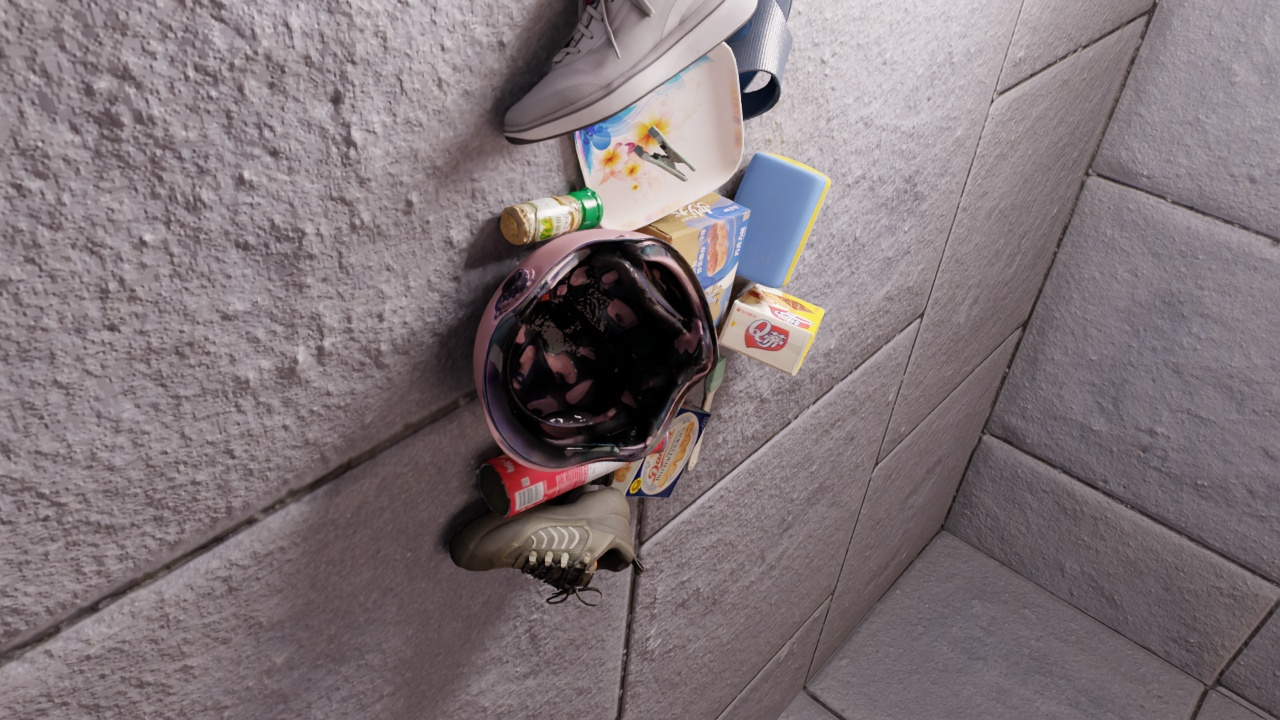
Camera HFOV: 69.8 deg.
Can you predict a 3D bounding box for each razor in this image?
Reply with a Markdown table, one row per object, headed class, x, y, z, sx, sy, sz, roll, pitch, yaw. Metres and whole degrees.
| class | x | y | z | sx | sy | sz | roll | pitch | yaw |
| --- | --- | --- | --- | --- | --- | --- | --- | --- | --- |
| razor | -0.094 | 0.204 | 1.195 | 0.057 | 0.060 | 0.156 | 80 | 28 | -65 |

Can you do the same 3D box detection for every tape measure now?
| class | x | y | z | sx | sy | sz | roll | pitch | yaw |
| --- | --- | --- | --- | --- | --- | --- | --- | --- | --- |
| tape measure | -0.061 | 0.127 | 1.160 | 0.065 | 0.064 | 0.037 | -76 | -179 | -50 |

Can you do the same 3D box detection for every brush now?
| class | x | y | z | sx | sy | sz | roll | pitch | yaw |
| --- | --- | --- | --- | --- | --- | --- | --- | --- | --- |
| brush | 0.099 | 0.087 | 1.424 | 0.033 | 0.012 | 0.218 | -27 | 140 | -44 |

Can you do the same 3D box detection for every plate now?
| class | x | y | z | sx | sy | sz | roll | pitch | yaw |
| --- | --- | --- | --- | --- | --- | --- | --- | --- | --- |
| plate | 0.021 | -0.230 | 0.948 | 0.186 | 0.016 | 0.187 | -28 | 141 | -11 |

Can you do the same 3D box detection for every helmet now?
| class | x | y | z | sx | sy | sz | roll | pitch | yaw |
| --- | --- | --- | --- | --- | --- | --- | --- | --- | --- |
| helmet | -0.063 | -0.018 | 0.919 | 0.255 | 0.152 | 0.230 | -50 | 129 | -6 |

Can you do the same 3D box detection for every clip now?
| class | x | y | z | sx | sy | sz | roll | pitch | yaw |
| --- | --- | --- | --- | --- | --- | --- | --- | --- | --- |
| clip | 0.032 | -0.214 | 0.940 | 0.078 | 0.023 | 0.049 | 10 | 123 | -40 |

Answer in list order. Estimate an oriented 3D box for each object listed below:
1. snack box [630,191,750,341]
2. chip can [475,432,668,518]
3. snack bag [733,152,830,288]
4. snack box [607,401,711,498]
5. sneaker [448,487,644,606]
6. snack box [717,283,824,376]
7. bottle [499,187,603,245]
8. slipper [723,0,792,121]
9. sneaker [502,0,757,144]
| class | x | y | z | sx | sy | sz | roll | pitch | yaw |
| --- | --- | --- | --- | --- | --- | --- | --- | --- | --- |
| snack box | 0.043 | -0.088 | 1.114 | 0.154 | 0.069 | 0.203 | -25 | 136 | -43 |
| chip can | -0.077 | 0.114 | 1.081 | 0.232 | 0.073 | 0.073 | -20 | 133 | -36 |
| snack bag | 0.185 | -0.188 | 1.226 | 0.159 | 0.102 | 0.204 | -68 | 166 | 16 |
| snack box | 0.026 | 0.126 | 1.313 | 0.145 | 0.043 | 0.144 | 14 | 104 | -60 |
| sneaker | -0.101 | 0.243 | 1.082 | 0.237 | 0.142 | 0.101 | -6 | 147 | -32 |
| snack box | 0.185 | -0.047 | 1.256 | 0.062 | 0.110 | 0.229 | -68 | 170 | 16 |
| bottle | -0.086 | -0.141 | 0.898 | 0.110 | 0.043 | 0.043 | -23 | 135 | -45 |
| slipper | 0.112 | -0.300 | 1.014 | 0.263 | 0.082 | 0.101 | -57 | 152 | -1 |
| sneaker | -0.027 | -0.293 | 0.807 | 0.263 | 0.097 | 0.129 | -38 | 110 | -8 |
